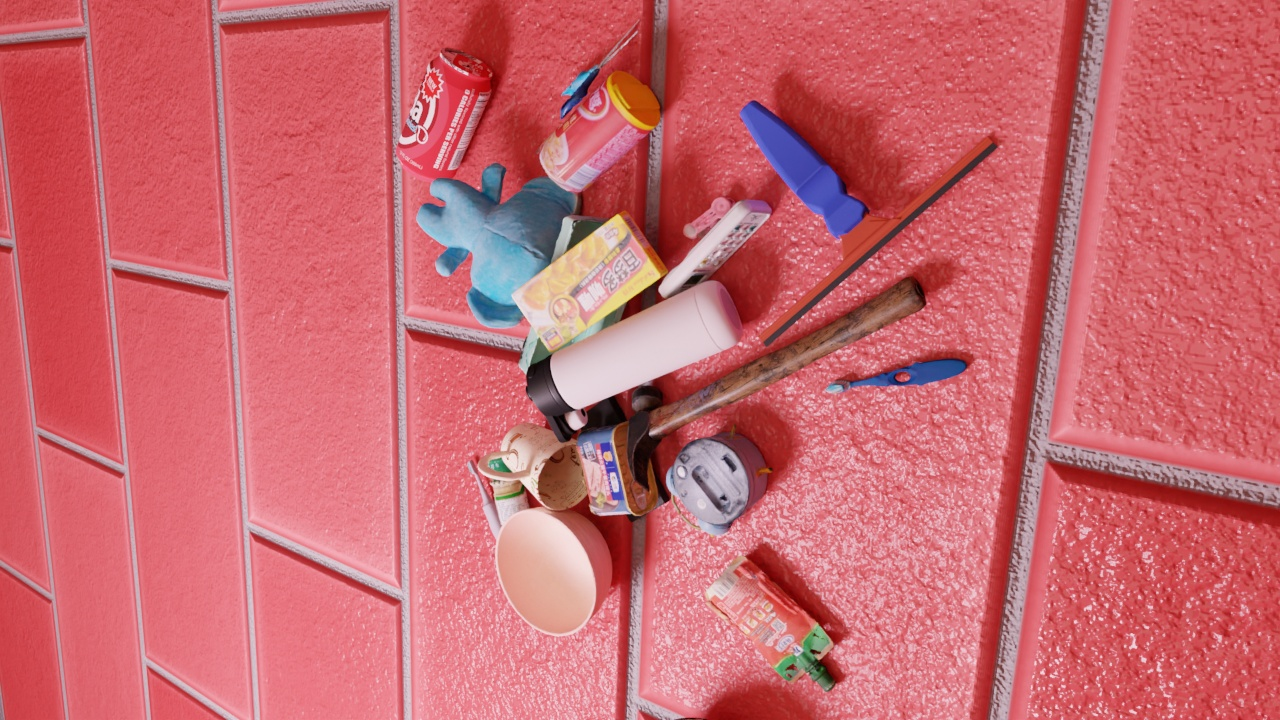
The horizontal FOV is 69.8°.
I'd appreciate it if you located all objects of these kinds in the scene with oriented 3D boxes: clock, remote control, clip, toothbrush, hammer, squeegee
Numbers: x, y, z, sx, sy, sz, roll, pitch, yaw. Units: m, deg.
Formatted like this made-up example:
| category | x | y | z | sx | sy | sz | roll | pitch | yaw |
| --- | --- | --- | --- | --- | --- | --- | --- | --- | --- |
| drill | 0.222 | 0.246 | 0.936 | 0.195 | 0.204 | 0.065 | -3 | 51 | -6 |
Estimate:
| category | x | y | z | sx | sy | sz | roll | pitch | yaw |
| --- | --- | --- | --- | --- | --- | --- | --- | --- | --- |
| clock | 0.075 | 0.125 | 0.933 | 0.089 | 0.051 | 0.125 | 50 | 124 | 16 |
| remote control | 0.069 | -0.108 | 0.891 | 0.134 | 0.050 | 0.022 | -44 | 69 | 33 |
| clip | 0.065 | -0.138 | 0.899 | 0.023 | 0.043 | 0.060 | 59 | 139 | 8 |
| toothbrush | 0.226 | 0.016 | 0.822 | 0.133 | 0.016 | 0.021 | -13 | 94 | 38 |
| hammer | 0.117 | 0.017 | 0.866 | 0.331 | 0.033 | 0.119 | -30 | 39 | 31 |
| remote control | -0.021 | 0.110 | 1.023 | 0.058 | 0.013 | 0.133 | -35 | 78 | 36 |
| toothbrush | -0.177 | 0.211 | 1.155 | 0.019 | 0.018 | 0.188 | -31 | 81 | 38 |
| squeegee | 0.152 | -0.162 | 0.817 | 0.250 | 0.055 | 0.184 | -42 | 73 | 16 |

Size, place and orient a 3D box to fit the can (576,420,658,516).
| category | x | y | z | sx | sy | sz | roll | pitch | yaw |
| --- | --- | --- | --- | --- | --- | --- | --- | --- | --- |
| can | -0.026 | 0.117 | 0.985 | 0.059 | 0.053 | 0.100 | -12 | 92 | 38 |

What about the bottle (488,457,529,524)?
| category | x | y | z | sx | sy | sz | roll | pitch | yaw |
| --- | --- | --- | --- | --- | --- | --- | --- | --- | --- |
| bottle | -0.158 | 0.166 | 1.117 | 0.043 | 0.042 | 0.110 | -12 | 93 | 37 |

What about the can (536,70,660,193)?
| category | x | y | z | sx | sy | sz | roll | pitch | yaw |
| --- | --- | --- | --- | --- | --- | --- | --- | --- | --- |
| can | -0.043 | -0.232 | 0.938 | 0.125 | 0.066 | 0.066 | -35 | 78 | 36 |

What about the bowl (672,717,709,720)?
| category | x | y | z | sx | sy | sz | roll | pitch | yaw |
| --- | --- | --- | --- | --- | --- | --- | --- | --- | --- |
| bowl | 0.070 | 0.446 | 0.973 | 0.160 | 0.093 | 0.160 | 8 | 104 | 35 |

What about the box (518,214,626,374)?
| category | x | y | z | sx | sy | sz | roll | pitch | yaw |
| --- | --- | --- | --- | --- | --- | --- | --- | --- | --- |
| box | -0.053 | -0.050 | 0.974 | 0.091 | 0.077 | 0.189 | 40 | 119 | 38 |

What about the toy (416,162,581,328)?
| category | x | y | z | sx | sy | sz | roll | pitch | yaw |
| --- | --- | --- | --- | --- | --- | --- | --- | --- | --- |
| toy | -0.159 | -0.136 | 1.021 | 0.181 | 0.114 | 0.183 | 28 | 92 | 10 |

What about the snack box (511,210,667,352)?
| category | x | y | z | sx | sy | sz | roll | pitch | yaw |
| --- | --- | --- | --- | --- | --- | --- | --- | --- | --- |
| snack box | -0.053 | -0.078 | 0.928 | 0.153 | 0.025 | 0.075 | -33 | 93 | 25 |

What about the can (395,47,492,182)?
| category | x | y | z | sx | sy | sz | roll | pitch | yaw |
| --- | --- | --- | --- | --- | --- | --- | --- | --- | --- |
| can | -0.227 | -0.280 | 1.059 | 0.074 | 0.074 | 0.143 | 44 | 121 | 21 |

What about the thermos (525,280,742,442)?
| category | x | y | z | sx | sy | sz | roll | pitch | yaw |
| --- | --- | --- | --- | --- | --- | --- | --- | --- | --- |
| thermos | -0.005 | 0.005 | 0.930 | 0.230 | 0.068 | 0.101 | -23 | 123 | 19 |

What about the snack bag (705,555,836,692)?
| category | x | y | z | sx | sy | sz | roll | pitch | yaw |
| --- | --- | --- | --- | --- | --- | --- | --- | --- | --- |
| snack bag | 0.136 | 0.273 | 0.928 | 0.155 | 0.044 | 0.087 | 43 | 126 | 17 |

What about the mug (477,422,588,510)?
| category | x | y | z | sx | sy | sz | roll | pitch | yaw |
| --- | --- | --- | --- | --- | --- | --- | --- | --- | --- |
| mug | -0.126 | 0.117 | 1.034 | 0.097 | 0.121 | 0.081 | 26 | 117 | 47 |

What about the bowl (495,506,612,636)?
| category | x | y | z | sx | sy | sz | roll | pitch | yaw |
| --- | --- | --- | --- | --- | --- | --- | --- | --- | --- |
| bowl | -0.088 | 0.233 | 1.058 | 0.153 | 0.076 | 0.153 | 9 | 105 | 36 |

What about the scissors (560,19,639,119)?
| category | x | y | z | sx | sy | sz | roll | pitch | yaw |
| --- | --- | --- | --- | --- | --- | --- | --- | --- | --- |
| scissors | -0.044 | -0.289 | 0.923 | 0.014 | 0.116 | 0.130 | 41 | 135 | -23 |
